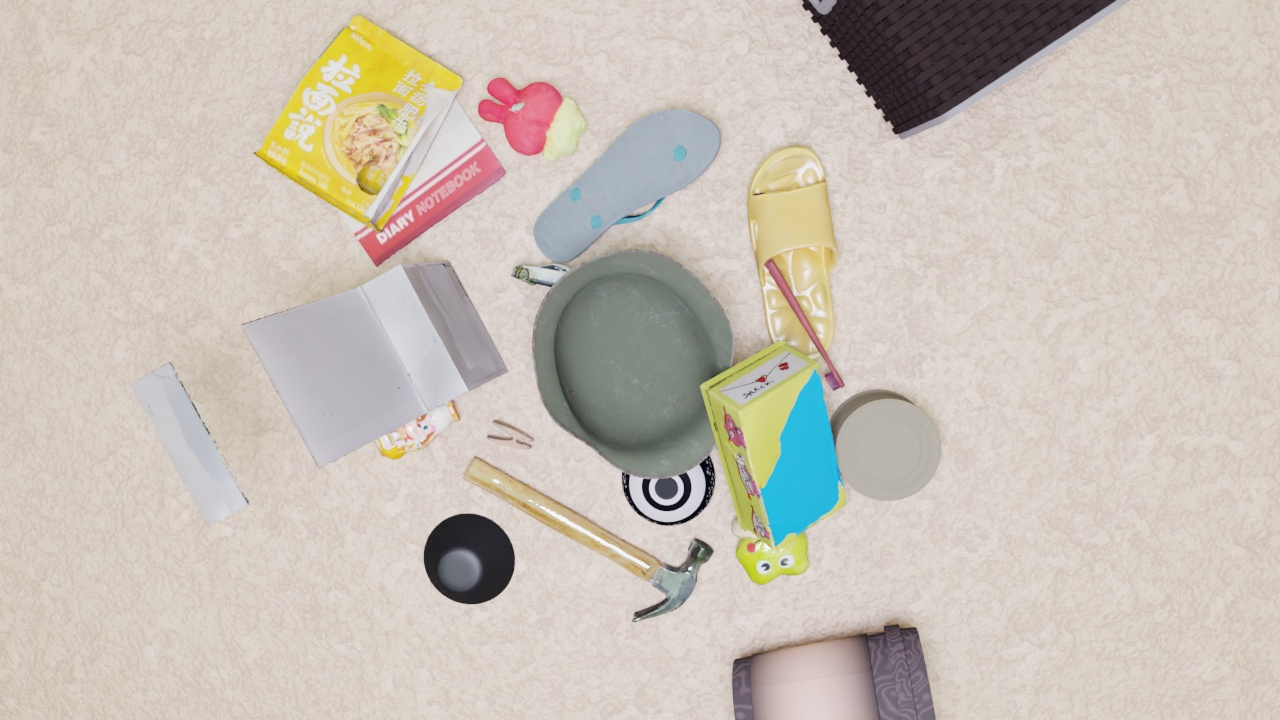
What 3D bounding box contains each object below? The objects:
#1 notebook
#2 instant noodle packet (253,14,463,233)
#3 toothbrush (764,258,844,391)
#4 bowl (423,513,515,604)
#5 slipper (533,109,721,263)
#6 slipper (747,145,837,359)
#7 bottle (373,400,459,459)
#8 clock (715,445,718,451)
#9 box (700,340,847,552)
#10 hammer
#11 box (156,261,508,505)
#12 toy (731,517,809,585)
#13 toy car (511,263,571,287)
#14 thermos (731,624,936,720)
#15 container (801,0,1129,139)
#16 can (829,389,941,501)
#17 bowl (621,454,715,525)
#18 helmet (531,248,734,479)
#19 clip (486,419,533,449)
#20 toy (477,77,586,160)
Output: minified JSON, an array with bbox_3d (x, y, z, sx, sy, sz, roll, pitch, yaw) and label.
[{"bbox_3d":[-0.296,-0.240,1.169,0.209,0.012,0.153,-34,90,6],"label":"notebook"},{"bbox_3d":[-0.341,-0.295,1.129,0.163,0.084,0.221,31,90,1],"label":"instant noodle packet"},{"bbox_3d":[0.196,-0.040,1.100,0.016,0.016,0.190,-27,111,18],"label":"toothbrush"},{"bbox_3d":[-0.229,0.266,1.192,0.124,0.052,0.124,0,96,5],"label":"bowl"},{"bbox_3d":[-0.020,-0.220,1.137,0.269,0.054,0.098,-32,90,18],"label":"slipper"},{"bbox_3d":[0.186,-0.126,1.109,0.099,0.078,0.263,-7,97,5],"label":"slipper"},{"bbox_3d":[-0.288,0.083,1.176,0.109,0.063,0.063,-24,93,-8],"label":"bottle"},{"bbox_3d":[0.124,0.075,1.143,0.083,0.057,0.117,-28,93,7],"label":"clock"},{"bbox_3d":[0.159,0.103,1.067,0.124,0.079,0.221,-31,125,-17],"label":"box"},{"bbox_3d":[-0.080,0.221,1.189,0.330,0.033,0.132,29,98,2],"label":"hammer"},{"bbox_3d":[-0.290,-0.004,1.001,0.108,0.417,0.166,-27,92,24],"label":"box"},{"bbox_3d":[0.161,0.222,1.161,0.092,0.043,0.118,-18,92,7],"label":"toy"},{"bbox_3d":[-0.108,-0.105,1.149,0.105,0.048,0.033,11,92,3],"label":"toy car"},{"bbox_3d":[0.235,0.419,1.119,0.226,0.172,0.173,-10,95,12],"label":"thermos"},{"bbox_3d":[0.331,-0.411,0.988,0.246,0.247,0.243,-33,95,7],"label":"container"},{"bbox_3d":[0.296,0.103,1.123,0.128,0.073,0.128,0,96,5],"label":"can"},{"bbox_3d":[0.034,0.153,1.153,0.120,0.066,0.120,0,95,5],"label":"bowl"},{"bbox_3d":[-0.007,0.006,1.097,0.227,0.154,0.268,-25,95,-3],"label":"helmet"},{"bbox_3d":[-0.166,0.091,1.187,0.061,0.025,0.045,13,98,-4],"label":"clip"},{"bbox_3d":[-0.134,-0.300,1.134,0.135,0.045,0.092,21,100,-2],"label":"toy"}]
